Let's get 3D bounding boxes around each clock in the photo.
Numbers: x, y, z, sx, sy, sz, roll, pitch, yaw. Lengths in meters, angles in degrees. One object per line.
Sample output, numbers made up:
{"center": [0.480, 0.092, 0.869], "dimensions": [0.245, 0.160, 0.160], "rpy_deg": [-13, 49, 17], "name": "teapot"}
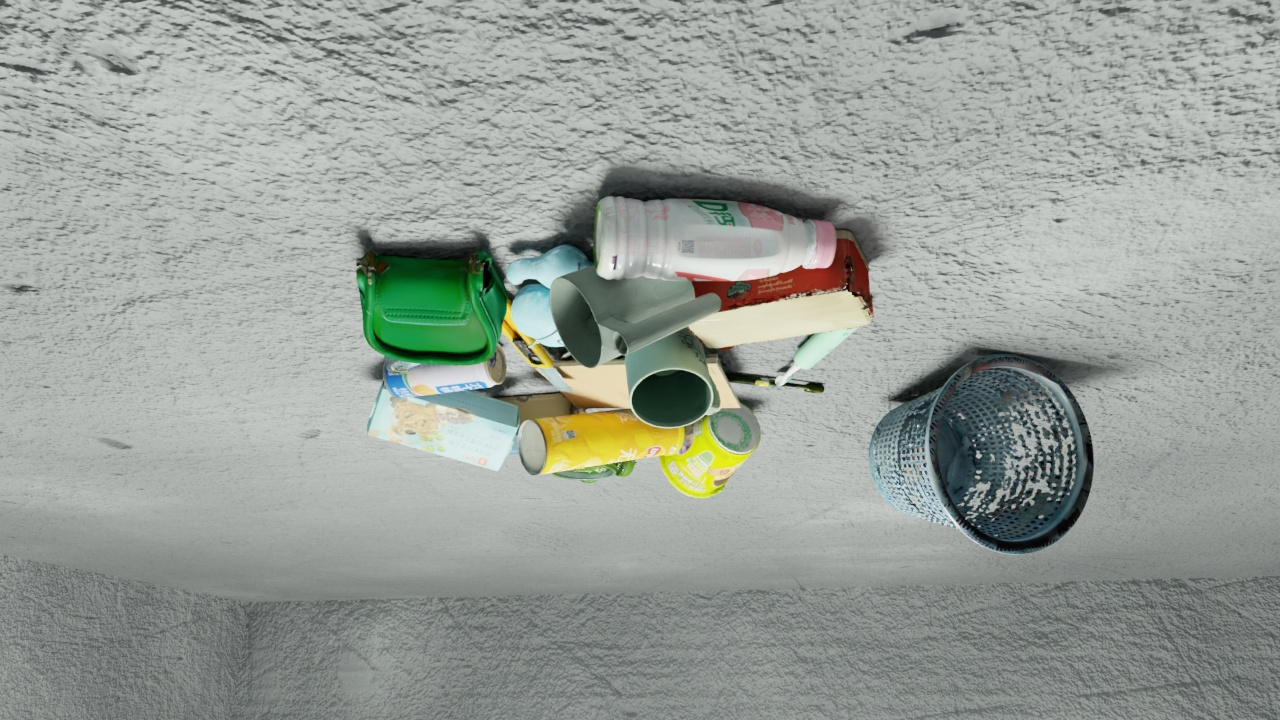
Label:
{"center": [-0.076, 0.146, 1.382], "dimensions": [0.116, 0.056, 0.161], "rpy_deg": [-14, 154, 35], "name": "clock"}

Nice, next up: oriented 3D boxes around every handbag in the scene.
{"center": [-0.195, -0.054, 0.858], "dimensions": [0.131, 0.067, 0.120], "rpy_deg": [2, 146, 4], "name": "handbag"}

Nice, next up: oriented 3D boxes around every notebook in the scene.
{"center": [0.002, 0.029, 1.076], "dimensions": [0.212, 0.012, 0.149], "rpy_deg": [-1, 157, 17], "name": "notebook"}

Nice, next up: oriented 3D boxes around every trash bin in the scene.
{"center": [0.391, 0.117, 1.123], "dimensions": [0.226, 0.226, 0.195], "rpy_deg": [8, 170, -17], "name": "trash bin"}

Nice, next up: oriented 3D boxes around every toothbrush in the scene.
{"center": [0.194, -0.012, 1.017], "dimensions": [0.027, 0.026, 0.225], "rpy_deg": [-16, 164, -20], "name": "toothbrush"}
{"center": [0.141, 0.026, 1.134], "dimensions": [0.185, 0.012, 0.017], "rpy_deg": [7, 168, -15], "name": "toothbrush"}

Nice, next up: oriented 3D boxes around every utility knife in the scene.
{"center": [-0.120, -0.016, 0.983], "dimensions": [0.033, 0.015, 0.215], "rpy_deg": [-4, 147, 22], "name": "utility knife"}

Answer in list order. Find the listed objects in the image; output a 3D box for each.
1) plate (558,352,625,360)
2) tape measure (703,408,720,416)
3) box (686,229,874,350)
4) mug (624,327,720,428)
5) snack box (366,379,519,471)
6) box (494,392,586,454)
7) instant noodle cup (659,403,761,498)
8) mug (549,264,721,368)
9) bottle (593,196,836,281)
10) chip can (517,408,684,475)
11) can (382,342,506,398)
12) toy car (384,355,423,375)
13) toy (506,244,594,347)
{"center": [-0.006, 0.006, 1.070], "dimensions": [0.179, 0.024, 0.180], "rpy_deg": [4, 158, 2], "name": "plate"}
{"center": [0.070, 0.046, 1.158], "dimensions": [0.065, 0.033, 0.066], "rpy_deg": [11, 156, -28], "name": "tape measure"}
{"center": [0.125, -0.054, 0.847], "dimensions": [0.169, 0.076, 0.091], "rpy_deg": [-9, 156, 25], "name": "box"}
{"center": [0.037, 0.010, 0.938], "dimensions": [0.111, 0.106, 0.082], "rpy_deg": [31, 121, -28], "name": "mug"}
{"center": [-0.243, 0.074, 1.139], "dimensions": [0.174, 0.051, 0.074], "rpy_deg": [18, 118, -15], "name": "snack box"}
{"center": [-0.166, 0.088, 1.237], "dimensions": [0.184, 0.061, 0.090], "rpy_deg": [-7, 156, 15], "name": "box"}
{"center": [0.100, 0.113, 1.240], "dimensions": [0.111, 0.111, 0.124], "rpy_deg": [9, 149, -21], "name": "instant noodle cup"}
{"center": [-0.004, -0.045, 0.789], "dimensions": [0.103, 0.084, 0.124], "rpy_deg": [-25, -151, -28], "name": "mug"}
{"center": [0.062, -0.098, 0.756], "dimensions": [0.197, 0.068, 0.068], "rpy_deg": [1, 159, -9], "name": "bottle"}
{"center": [-0.047, 0.097, 1.164], "dimensions": [0.213, 0.072, 0.072], "rpy_deg": [-4, 165, -36], "name": "chip can"}
{"center": [-0.223, 0.010, 1.050], "dimensions": [0.135, 0.053, 0.053], "rpy_deg": [-7, 157, 19], "name": "can"}
{"center": [-0.239, -0.022, 0.969], "dimensions": [0.036, 0.054, 0.121], "rpy_deg": [15, 156, -38], "name": "toy car"}
{"center": [-0.076, -0.054, 0.892], "dimensions": [0.161, 0.049, 0.157], "rpy_deg": [22, 146, -39], "name": "toy"}
